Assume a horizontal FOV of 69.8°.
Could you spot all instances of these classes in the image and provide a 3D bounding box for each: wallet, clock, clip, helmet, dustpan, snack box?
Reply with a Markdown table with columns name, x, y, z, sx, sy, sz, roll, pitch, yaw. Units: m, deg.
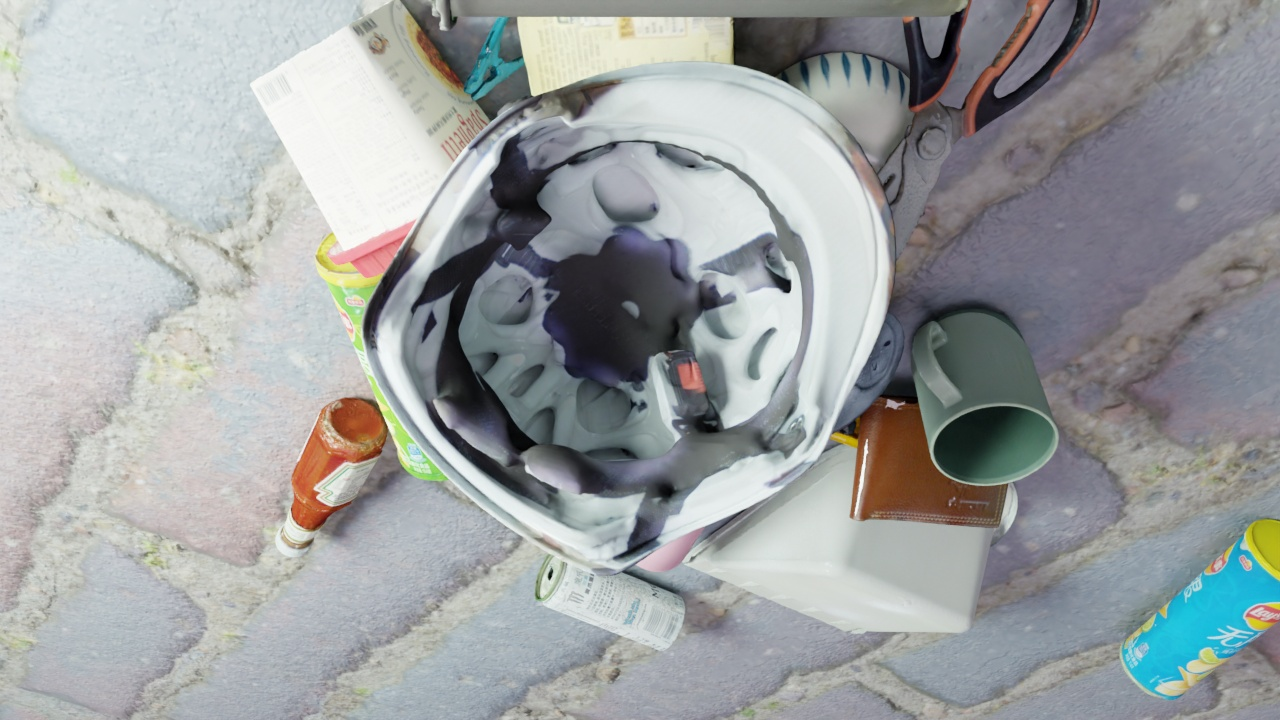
| name | x | y | z | sx | sy | sz | roll | pitch | yaw |
| --- | --- | --- | --- | --- | --- | --- | --- | --- | --- |
| wallet | 0.227 | 0.080 | 0.717 | 0.124 | 0.032 | 0.101 | 5 | 95 | -6 |
| clock | 0.124 | 0.009 | 0.656 | 0.117 | 0.060 | 0.159 | -29 | 137 | -9 |
| clip | -0.083 | -0.174 | 0.535 | 0.034 | 0.055 | 0.013 | 46 | 161 | -30 |
| helmet | -0.003 | -0.031 | 0.493 | 0.229 | 0.145 | 0.259 | 43 | 100 | -10 |
| dustpan | 0.208 | 0.159 | 0.851 | 0.222 | 0.142 | 0.258 | 26 | 159 | -19 |
| snack box | 0.001 | -0.130 | 0.556 | 0.114 | 0.063 | 0.240 | -1 | 134 | 6 |

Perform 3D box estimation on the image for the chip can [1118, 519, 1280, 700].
| name | x | y | z | sx | sy | sz | roll | pitch | yaw |
| --- | --- | --- | --- | --- | --- | --- | --- | --- | --- |
| chip can | 0.535 | 0.237 | 0.854 | 0.071 | 0.071 | 0.211 | 10 | 134 | -5 |

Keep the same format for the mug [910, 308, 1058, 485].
| name | x | y | z | sx | sy | sz | roll | pitch | yaw |
| --- | --- | --- | --- | --- | --- | --- | --- | --- | --- |
| mug | 0.228 | 0.015 | 0.644 | 0.111 | 0.106 | 0.082 | 34 | 128 | -25 |

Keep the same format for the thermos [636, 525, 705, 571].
| name | x | y | z | sx | sy | sz | roll | pitch | yaw |
| --- | --- | --- | --- | --- | --- | --- | --- | --- | --- |
| thermos | 0.029 | 0.112 | 0.748 | 0.067 | 0.087 | 0.199 | 35 | 145 | 9 |

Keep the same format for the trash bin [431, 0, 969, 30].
| name | x | y | z | sx | sy | sz | roll | pitch | yaw |
| --- | --- | --- | --- | --- | --- | --- | --- | --- | --- |
| trash bin | 0.030 | -0.242 | 0.367 | 0.219 | 0.198 | 0.199 | 4 | 134 | -7 |

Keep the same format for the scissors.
| name | x | y | z | sx | sy | sz | roll | pitch | yaw |
| --- | --- | --- | --- | --- | --- | --- | --- | --- | --- |
| scissors | 0.161 | -0.141 | 0.501 | 0.197 | 0.015 | 0.213 | -18 | 109 | -2 |

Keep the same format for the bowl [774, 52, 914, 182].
| name | x | y | z | sx | sy | sz | roll | pitch | yaw |
| --- | --- | --- | --- | --- | --- | --- | --- | --- | --- |
| bowl | 0.119 | -0.118 | 0.555 | 0.116 | 0.066 | 0.117 | 3 | 133 | 3 |

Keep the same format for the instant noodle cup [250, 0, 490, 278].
| name | x | y | z | sx | sy | sz | roll | pitch | yaw |
| --- | --- | --- | --- | --- | --- | --- | --- | --- | --- |
| instant noodle cup | -0.149 | -0.133 | 0.540 | 0.117 | 0.116 | 0.124 | -19 | 118 | 22 |

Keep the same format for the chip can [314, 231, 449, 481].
| name | x | y | z | sx | sy | sz | roll | pitch | yaw |
| --- | --- | --- | --- | --- | --- | --- | --- | --- | --- |
| chip can | -0.173 | 0.000 | 0.688 | 0.072 | 0.072 | 0.222 | -2 | 134 | 7 |

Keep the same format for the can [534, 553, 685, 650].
| name | x | y | z | sx | sy | sz | roll | pitch | yaw |
| --- | --- | --- | --- | --- | --- | --- | --- | --- | --- |
| can | -0.029 | 0.238 | 0.911 | 0.146 | 0.058 | 0.058 | 27 | 130 | -19 |

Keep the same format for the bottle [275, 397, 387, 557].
| name | x | y | z | sx | sy | sz | roll | pitch | yaw |
| --- | --- | --- | --- | --- | --- | --- | --- | --- | --- |
| bottle | -0.282 | 0.112 | 0.814 | 0.059 | 0.059 | 0.207 | 24 | 131 | -18 |

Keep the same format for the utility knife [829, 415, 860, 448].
| name | x | y | z | sx | sy | sz | roll | pitch | yaw |
| --- | --- | --- | --- | --- | --- | --- | --- | --- | --- |
| utility knife | 0.150 | 0.051 | 0.731 | 0.218 | 0.033 | 0.015 | 20 | 176 | -6 |
